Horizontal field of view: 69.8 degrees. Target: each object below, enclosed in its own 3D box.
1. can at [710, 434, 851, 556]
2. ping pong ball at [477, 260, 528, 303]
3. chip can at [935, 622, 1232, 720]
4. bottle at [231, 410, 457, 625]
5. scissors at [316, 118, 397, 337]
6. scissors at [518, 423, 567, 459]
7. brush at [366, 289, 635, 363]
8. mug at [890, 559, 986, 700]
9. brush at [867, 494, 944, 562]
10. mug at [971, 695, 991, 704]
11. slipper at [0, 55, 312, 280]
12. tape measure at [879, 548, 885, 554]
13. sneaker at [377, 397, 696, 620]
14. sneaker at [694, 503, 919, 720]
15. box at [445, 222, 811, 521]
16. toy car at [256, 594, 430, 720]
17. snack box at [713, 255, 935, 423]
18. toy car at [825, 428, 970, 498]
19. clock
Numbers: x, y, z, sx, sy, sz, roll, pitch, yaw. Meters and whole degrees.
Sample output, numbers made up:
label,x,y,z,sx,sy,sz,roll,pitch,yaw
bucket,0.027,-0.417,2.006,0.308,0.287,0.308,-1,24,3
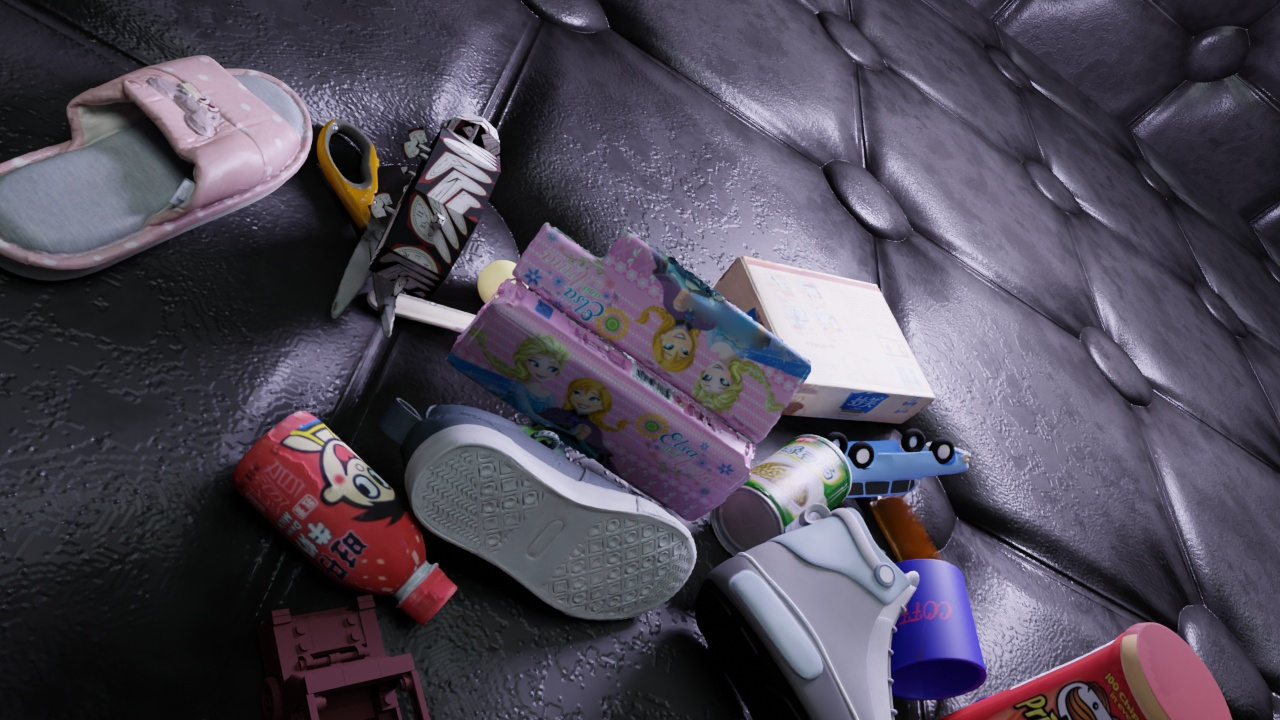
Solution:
label,x,y,z,sx,sy,sz,roll,pitch,yaw
can,0.116,0.110,0.747,0.120,0.068,0.067,-24,72,-48
ping pong ball,-0.110,-0.060,0.730,0.040,0.040,0.040,22,44,-23
chip can,0.280,0.261,0.633,0.087,0.214,0.086,22,44,-23
bottle,-0.165,0.095,0.529,0.137,0.062,0.061,42,39,0
scissors,-0.189,-0.103,0.718,0.175,0.016,0.225,8,49,-36
scissors,-0.067,0.053,0.690,0.172,0.021,0.171,9,47,-40
brush,-0.102,-0.019,0.709,0.217,0.012,0.033,16,43,-20
mug,0.235,0.225,0.745,0.111,0.079,0.083,50,29,-39
brush,0.239,0.145,0.858,0.048,0.017,0.126,-1,56,-40
mug,0.306,0.323,0.724,0.076,0.075,0.111,12,75,-33
slipper,-0.319,-0.143,0.617,0.114,0.055,0.273,38,40,-7
tape measure,0.156,0.168,0.736,0.064,0.037,0.065,21,45,34
sneaker,-0.063,0.096,0.600,0.235,0.089,0.087,36,4,-34
sneaker,0.161,0.227,0.628,0.160,0.093,0.256,-26,73,-28
box,-0.003,0.008,0.655,0.230,0.161,0.061,35,17,-15
toy car,-0.140,0.199,0.456,0.070,0.062,0.169,0,56,-40
snack box,0.186,-0.017,0.928,0.207,0.055,0.153,6,52,-36
toy car,0.223,0.094,0.833,0.153,0.056,0.055,-1,97,-19
clock,-0.152,-0.122,0.664,0.065,0.115,0.154,28,40,-20
